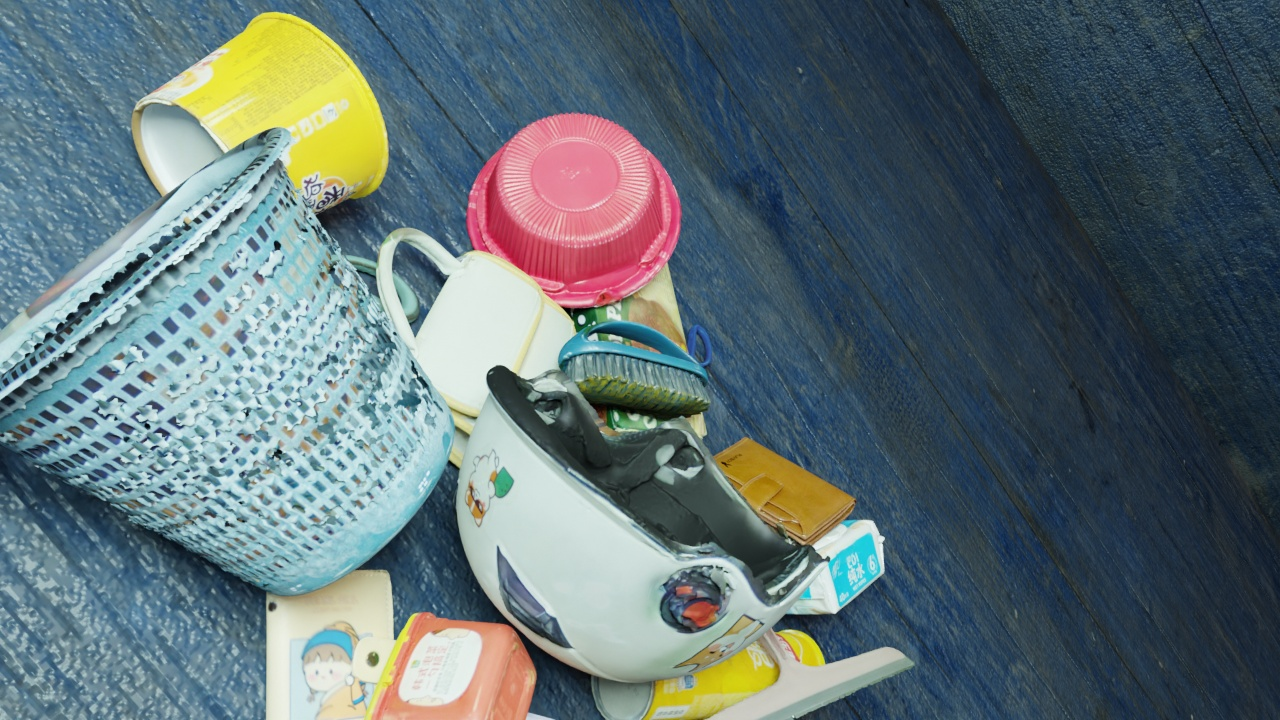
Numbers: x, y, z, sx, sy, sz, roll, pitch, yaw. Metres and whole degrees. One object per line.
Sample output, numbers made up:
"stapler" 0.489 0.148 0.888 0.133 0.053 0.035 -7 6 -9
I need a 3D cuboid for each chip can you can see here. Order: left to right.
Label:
"chip can" 0.062 0.259 0.754 0.213 0.072 0.072 14 57 -41

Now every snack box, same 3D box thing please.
"snack box" -0.114 0.208 0.568 0.091 0.080 0.082 -75 152 -51
"snack box" -0.019 -0.034 0.854 0.114 0.063 0.239 9 61 -44

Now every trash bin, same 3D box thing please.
"trash bin" -0.220 0.018 0.512 0.195 0.227 0.225 53 38 -29

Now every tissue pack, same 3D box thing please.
"tissue pack" 0.168 0.196 0.887 0.139 0.090 0.063 -16 93 -49

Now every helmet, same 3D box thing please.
"helmet" -0.020 0.125 0.622 0.273 0.157 0.230 22 14 -44

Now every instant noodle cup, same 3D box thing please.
"instant noodle cup" -0.259 -0.147 0.621 0.138 0.138 0.109 50 49 -12
"instant noodle cup" -0.058 -0.145 0.799 0.194 0.066 0.193 1 66 -3

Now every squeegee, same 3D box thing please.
"squeegee" 0.086 0.174 0.769 0.247 0.040 0.249 -3 58 -39

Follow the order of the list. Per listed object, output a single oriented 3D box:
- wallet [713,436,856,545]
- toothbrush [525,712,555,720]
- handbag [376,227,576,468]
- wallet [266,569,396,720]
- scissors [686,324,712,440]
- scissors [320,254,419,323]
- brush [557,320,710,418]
"wallet" 0.124 0.128 0.881 0.131 0.035 0.118 30 27 29
"toothbrush" -0.050 0.274 0.666 0.189 0.029 0.021 30 8 -30
"handbag" -0.136 -0.020 0.710 0.178 0.063 0.163 44 40 -27
"wallet" -0.188 0.188 0.567 0.087 0.024 0.115 11 62 -42
"scissors" 0.047 0.017 0.929 0.156 0.012 0.165 -22 81 -53
"scissors" -0.225 -0.010 0.655 0.170 0.019 0.179 4 65 -47
"brush" -0.004 0.004 0.753 0.143 0.055 0.073 13 59 -36
